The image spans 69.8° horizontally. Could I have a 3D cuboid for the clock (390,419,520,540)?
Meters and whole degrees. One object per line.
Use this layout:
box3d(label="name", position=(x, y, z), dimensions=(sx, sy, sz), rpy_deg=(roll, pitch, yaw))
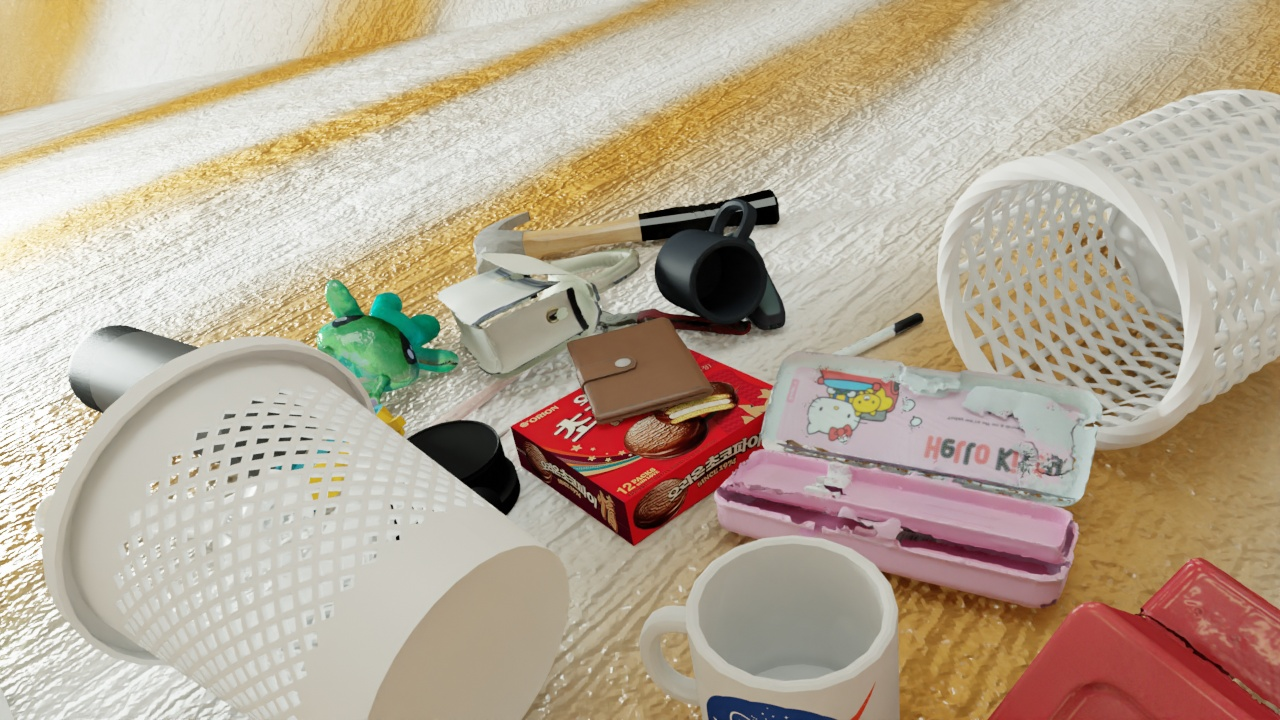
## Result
box3d(label="clock", position=(-0.133, 0.088, 0.631), dimensions=(0.091, 0.043, 0.120), rpy_deg=(-4, 30, 11))

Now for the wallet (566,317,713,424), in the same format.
box3d(label="wallet", position=(-0.004, 0.004, 0.688), dimensions=(0.087, 0.013, 0.121), rpy_deg=(-15, 30, -8))

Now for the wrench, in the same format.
box3d(label="wrench", position=(-0.336, 0.110, 0.641), dimensions=(0.274, 0.018, 0.066), rpy_deg=(-3, 70, 26))

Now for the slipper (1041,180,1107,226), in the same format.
box3d(label="slipper", position=(0.461, -0.109, 0.775), dimensions=(0.114, 0.052, 0.263), rpy_deg=(-24, 36, -26))

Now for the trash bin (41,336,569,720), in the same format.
box3d(label="trash bin", position=(-0.155, 0.112, 0.474), dimensions=(0.200, 0.196, 0.194), rpy_deg=(23, 43, 30))

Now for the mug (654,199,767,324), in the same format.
box3d(label="mug", position=(0.066, -0.088, 0.786), dimensions=(0.071, 0.105, 0.077), rpy_deg=(23, 4, -25))

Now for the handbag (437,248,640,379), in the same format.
box3d(label="handbag", position=(-0.083, -0.067, 0.811), dimensions=(0.175, 0.074, 0.151), rpy_deg=(-27, 24, -14))

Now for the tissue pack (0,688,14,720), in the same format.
box3d(label="tissue pack", position=(-0.443, 0.191, 0.450), dimensions=(0.120, 0.141, 0.197), rpy_deg=(16, 39, 37))

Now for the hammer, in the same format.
box3d(label="hammer", position=(-0.016, -0.142, 0.995), dimensions=(0.328, 0.039, 0.131), rpy_deg=(-9, 29, 1))

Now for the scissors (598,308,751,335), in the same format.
box3d(label="scissors", position=(0.007, -0.027, 0.812), dimensions=(0.185, 0.015, 0.179), rpy_deg=(-12, 30, -2))

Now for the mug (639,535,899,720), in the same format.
box3d(label="mug", position=(0.057, 0.144, 0.428), dimensions=(0.121, 0.090, 0.090), rpy_deg=(3, 33, 22))

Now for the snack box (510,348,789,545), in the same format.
box3d(label="snack box", position=(0.009, 0.050, 0.657), dimensions=(0.151, 0.036, 0.133), rpy_deg=(-29, 35, -29))

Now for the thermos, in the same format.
box3d(label="thermos", position=(-0.380, 0.029, 0.769), dimensions=(0.241, 0.082, 0.082), rpy_deg=(12, 37, 34))

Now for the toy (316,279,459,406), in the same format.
box3d(label="toy", position=(-0.227, -0.012, 0.794), dimensions=(0.130, 0.072, 0.193), rpy_deg=(31, 17, -7))

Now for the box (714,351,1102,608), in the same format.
box3d(label="box", position=(0.159, 0.070, 0.557), dimensions=(0.202, 0.067, 0.153), rpy_deg=(9, 45, 30))

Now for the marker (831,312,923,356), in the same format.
box3d(label="marker", position=(0.169, -0.008, 0.733), dimensions=(0.152, 0.011, 0.011), rpy_deg=(-24, 33, -23))

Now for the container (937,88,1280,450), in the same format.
box3d(label="container", position=(0.331, -0.063, 0.600), dimensions=(0.186, 0.189, 0.189), rpy_deg=(-23, 32, -23))

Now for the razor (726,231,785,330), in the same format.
box3d(label="razor", position=(0.100, -0.071, 0.835), dimensions=(0.047, 0.052, 0.142), rpy_deg=(-11, 39, -6))

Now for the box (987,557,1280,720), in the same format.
box3d(label="box", position=(0.215, 0.182, 0.326), dimensions=(0.170, 0.156, 0.156), rpy_deg=(-42, 35, 0))

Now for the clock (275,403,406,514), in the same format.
box3d(label="clock", position=(-0.216, 0.069, 0.660), dimensions=(0.098, 0.044, 0.130), rpy_deg=(-45, 16, -32))

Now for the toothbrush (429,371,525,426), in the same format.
box3d(label="toothbrush", position=(-0.116, 0.015, 0.776), dimensions=(0.016, 0.018, 0.180), rpy_deg=(12, 37, 38))
